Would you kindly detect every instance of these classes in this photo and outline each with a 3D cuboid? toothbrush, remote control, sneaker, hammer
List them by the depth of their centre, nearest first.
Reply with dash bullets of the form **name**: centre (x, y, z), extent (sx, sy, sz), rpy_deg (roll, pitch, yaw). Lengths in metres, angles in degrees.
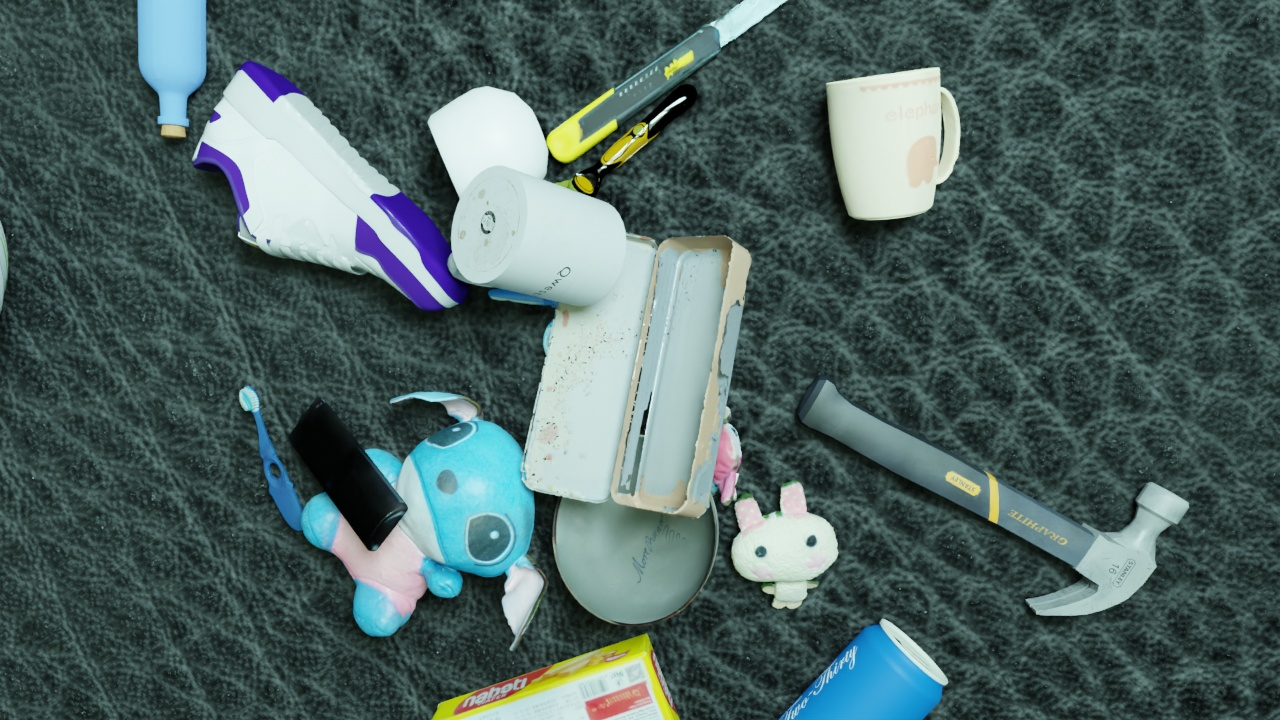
- **remote control**: centre (-0.233, 0.086, 0.716), extent (0.140, 0.021, 0.045), rpy_deg (42, 97, 32)
- **sneaker**: centre (-0.250, -0.110, 0.717), extent (0.111, 0.091, 0.244), rpy_deg (-44, 90, 8)
- **hammer**: centre (0.274, 0.098, 0.750), extent (0.312, 0.035, 0.139), rpy_deg (29, 99, -1)
- **toothbrush**: centre (-0.312, 0.084, 0.777), extent (0.021, 0.016, 0.132), rpy_deg (-18, 96, 5)

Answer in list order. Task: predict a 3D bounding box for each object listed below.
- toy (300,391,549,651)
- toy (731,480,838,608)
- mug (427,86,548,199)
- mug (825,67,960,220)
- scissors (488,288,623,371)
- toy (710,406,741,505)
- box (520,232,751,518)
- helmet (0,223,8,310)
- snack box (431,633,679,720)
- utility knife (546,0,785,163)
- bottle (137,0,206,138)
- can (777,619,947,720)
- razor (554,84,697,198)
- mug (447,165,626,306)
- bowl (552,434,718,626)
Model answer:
- **toy**: centre (-0.165, 0.139, 0.735), extent (0.192, 0.099, 0.224), rpy_deg (-32, 75, 12)
- **toy**: centre (0.118, 0.157, 0.757), extent (0.087, 0.050, 0.112), rpy_deg (-10, 91, 4)
- **mug**: centre (-0.107, -0.148, 0.708), extent (0.076, 0.090, 0.124), rpy_deg (-23, 114, -5)
- **mug**: centre (0.199, -0.166, 0.701), extent (0.111, 0.085, 0.104), rpy_deg (-15, 108, -25)
- **scissors**: centre (-0.063, -0.048, 0.755), extent (0.125, 0.014, 0.130), rpy_deg (3, 93, 1)
- **toy**: centre (0.062, 0.065, 0.745), extent (0.050, 0.066, 0.102), rpy_deg (-13, 94, -29)
- **box**: centre (-0.003, 0.005, 0.709), extent (0.157, 0.071, 0.216), rpy_deg (9, 80, 10)
- **helmet**: centre (-0.589, -0.077, 0.656), extent (0.315, 0.235, 0.231), rpy_deg (-7, 121, 16)
- **snack box**: centre (-0.072, 0.313, 0.784), extent (0.201, 0.042, 0.092), rpy_deg (-20, 97, 4)
- **utility knife**: centre (0.024, -0.232, 0.725), extent (0.234, 0.020, 0.029), rpy_deg (-35, 96, 5)
- **bottle**: centre (-0.368, -0.242, 0.722), extent (0.048, 0.048, 0.131), rpy_deg (3, 97, 2)
- **can**: centre (0.175, 0.290, 0.753), extent (0.079, 0.079, 0.146), rpy_deg (41, 97, -3)
- **razor**: centre (-0.011, -0.169, 0.730), extent (0.144, 0.021, 0.044), rpy_deg (-41, 72, 1)
- **mug**: centre (-0.087, -0.083, 0.680), extent (0.120, 0.096, 0.083), rpy_deg (-23, 68, 38)
- **bowl**: centre (0.005, 0.137, 0.738), extent (0.151, 0.056, 0.150), rpy_deg (-10, 72, 30)
